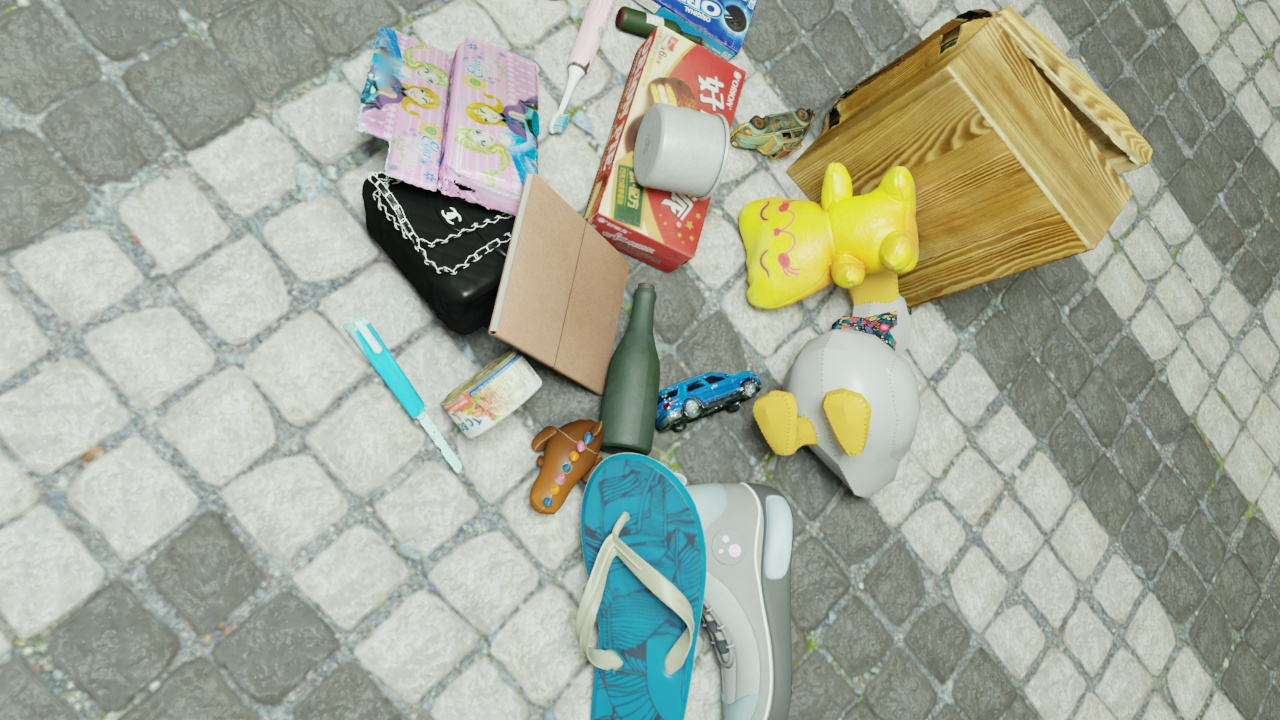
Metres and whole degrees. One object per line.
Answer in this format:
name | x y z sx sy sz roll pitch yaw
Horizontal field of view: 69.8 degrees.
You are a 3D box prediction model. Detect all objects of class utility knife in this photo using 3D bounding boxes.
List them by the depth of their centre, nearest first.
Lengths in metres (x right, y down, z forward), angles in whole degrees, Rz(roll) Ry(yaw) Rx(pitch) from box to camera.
utility knife | -0.212 0.033 0.829 0.022 0.015 0.169 -34 93 -26

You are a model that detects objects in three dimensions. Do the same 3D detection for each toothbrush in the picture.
toothbrush | -0.057 -0.333 0.971 0.027 0.027 0.222 44 58 -55

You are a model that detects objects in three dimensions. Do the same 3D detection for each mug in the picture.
mug | 0.037 -0.214 0.897 0.070 0.085 0.113 7 48 -21

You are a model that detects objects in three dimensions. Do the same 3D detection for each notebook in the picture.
notebook | -0.066 -0.060 0.836 0.209 0.008 0.141 36 63 -63

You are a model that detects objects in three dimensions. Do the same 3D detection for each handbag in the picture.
handbag | -0.158 -0.124 0.810 0.124 0.115 0.153 -34 69 -26

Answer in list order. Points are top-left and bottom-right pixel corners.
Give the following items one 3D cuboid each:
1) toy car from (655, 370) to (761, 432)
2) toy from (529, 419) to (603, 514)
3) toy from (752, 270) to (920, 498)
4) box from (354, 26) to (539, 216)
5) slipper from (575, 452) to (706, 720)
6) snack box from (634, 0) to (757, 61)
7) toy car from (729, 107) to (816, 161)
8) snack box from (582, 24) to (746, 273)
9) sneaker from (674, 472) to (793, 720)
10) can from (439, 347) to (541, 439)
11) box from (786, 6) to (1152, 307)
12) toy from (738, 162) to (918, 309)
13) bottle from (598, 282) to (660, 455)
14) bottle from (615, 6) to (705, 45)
toy car | 0.067 0.037 0.938 0.120 0.056 0.043 -16 73 -23
toy | -0.066 0.096 0.839 0.070 0.103 0.090 33 61 -10
toy | 0.233 0.027 0.980 0.266 0.141 0.247 -31 112 -51
box | -0.171 -0.230 0.836 0.159 0.035 0.230 14 44 -21
slipper | 0.000 0.232 0.827 0.118 0.060 0.295 1 89 4
snack box | 0.057 -0.413 1.040 0.150 0.027 0.082 25 71 -19
toy car | 0.155 -0.253 1.041 0.111 0.047 0.047 -16 82 -26
snack box | 0.025 -0.222 0.967 0.113 0.060 0.236 23 71 -20
sneaker | 0.062 0.242 0.884 0.160 0.093 0.256 8 77 -15
can | -0.134 0.029 0.828 0.086 0.086 0.043 -41 100 -26
box | 0.339 -0.221 0.995 0.247 0.280 0.175 45 69 -11
toy | 0.202 -0.132 0.978 0.087 0.194 0.134 20 62 -57
bottle | -0.005 0.005 0.911 0.055 0.055 0.174 15 72 -22
bottle | 0.024 -0.366 1.016 0.106 0.025 0.025 8 76 -23
